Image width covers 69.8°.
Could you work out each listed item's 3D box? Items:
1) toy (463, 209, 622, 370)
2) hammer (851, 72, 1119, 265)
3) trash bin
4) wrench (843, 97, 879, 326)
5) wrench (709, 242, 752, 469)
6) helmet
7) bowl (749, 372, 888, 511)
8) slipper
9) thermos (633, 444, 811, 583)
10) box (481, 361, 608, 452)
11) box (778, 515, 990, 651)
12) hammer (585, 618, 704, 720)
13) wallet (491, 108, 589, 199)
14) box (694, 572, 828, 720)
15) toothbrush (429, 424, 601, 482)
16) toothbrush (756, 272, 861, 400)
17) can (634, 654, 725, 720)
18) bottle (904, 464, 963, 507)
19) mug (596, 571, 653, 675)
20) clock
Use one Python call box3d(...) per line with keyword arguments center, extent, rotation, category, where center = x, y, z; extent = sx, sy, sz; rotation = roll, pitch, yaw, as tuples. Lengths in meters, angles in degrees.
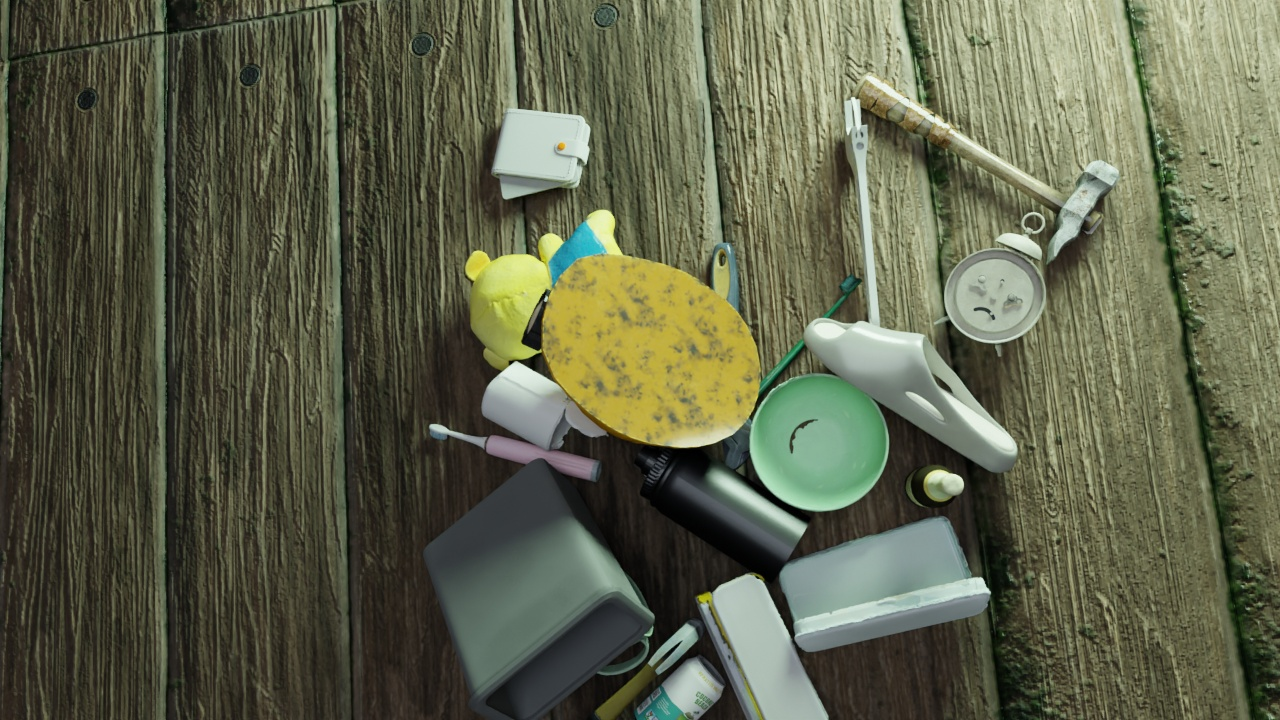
box3d(center=(-0.114, -0.087, 1.108), extent=(0.214, 0.084, 0.149), rotation=(-22, 77, 3), category="toy")
box3d(center=(0.388, -0.241, 1.070), extent=(0.319, 0.049, 0.121), rotation=(36, 91, 14), category="hammer")
box3d(center=(-0.120, 0.247, 1.000), extent=(0.192, 0.097, 0.219), rotation=(-39, 42, 2), category="trash bin")
box3d(center=(0.260, -0.169, 1.073), extent=(0.018, 0.086, 0.273), rotation=(-5, 91, 8), category="wrench")
box3d(center=(0.102, -0.007, 1.086), extent=(0.073, 0.022, 0.273), rotation=(-5, 79, 26), category="wrench")
box3d(center=(-0.006, 0.006, 1.027), extent=(0.255, 0.132, 0.204), rotation=(25, 64, -13), category="helmet")
box3d(center=(0.199, 0.094, 1.033), extent=(0.151, 0.077, 0.150), rotation=(-1, 82, 9), category="bowl")
box3d(center=(0.309, 0.017, 1.001), extent=(0.266, 0.112, 0.081), rotation=(36, 120, 9), category="slipper")
box3d(center=(0.084, 0.161, 1.037), extent=(0.198, 0.086, 0.086), rotation=(31, 88, 12), category="thermos")
box3d(center=(-0.104, 0.064, 1.081), extent=(0.166, 0.083, 0.093), rotation=(29, 120, 10), category="box")
box3d(center=(0.257, 0.236, 1.010), extent=(0.215, 0.106, 0.127), rotation=(-15, 56, 7), category="box")
box3d(center=(-0.059, 0.414, 1.021), extent=(0.333, 0.118, 0.025), rotation=(-46, 76, 6), category="hammer")
box3d(center=(-0.127, -0.253, 1.157), extent=(0.118, 0.037, 0.115), rotation=(10, 84, 14), category="wallet")
box3d(center=(0.128, 0.343, 0.998), extent=(0.117, 0.057, 0.210), rotation=(-36, 74, 44), category="box")
box3d(center=(-0.155, 0.109, 1.115), extent=(0.223, 0.027, 0.027), rotation=(13, 118, 12), category="toothbrush")
box3d(center=(0.193, -0.028, 1.082), extent=(0.017, 0.016, 0.190), rotation=(41, 90, 10), category="toothbrush")
box3d(center=(0.044, 0.382, 1.028), extent=(0.101, 0.055, 0.055), rotation=(-44, 78, 1), category="can")
box3d(center=(0.309, 0.131, 0.954), extent=(0.045, 0.184, 0.045), rotation=(-1, 81, 9), category="bottle")
box3d(center=(-0.042, 0.310, 1.046), extent=(0.104, 0.084, 0.111), rotation=(-32, 107, 10), category="mug")
box3d(center=(0.405, -0.092, 1.027), extent=(0.103, 0.061, 0.157), rotation=(28, 103, 13), category="clock")
